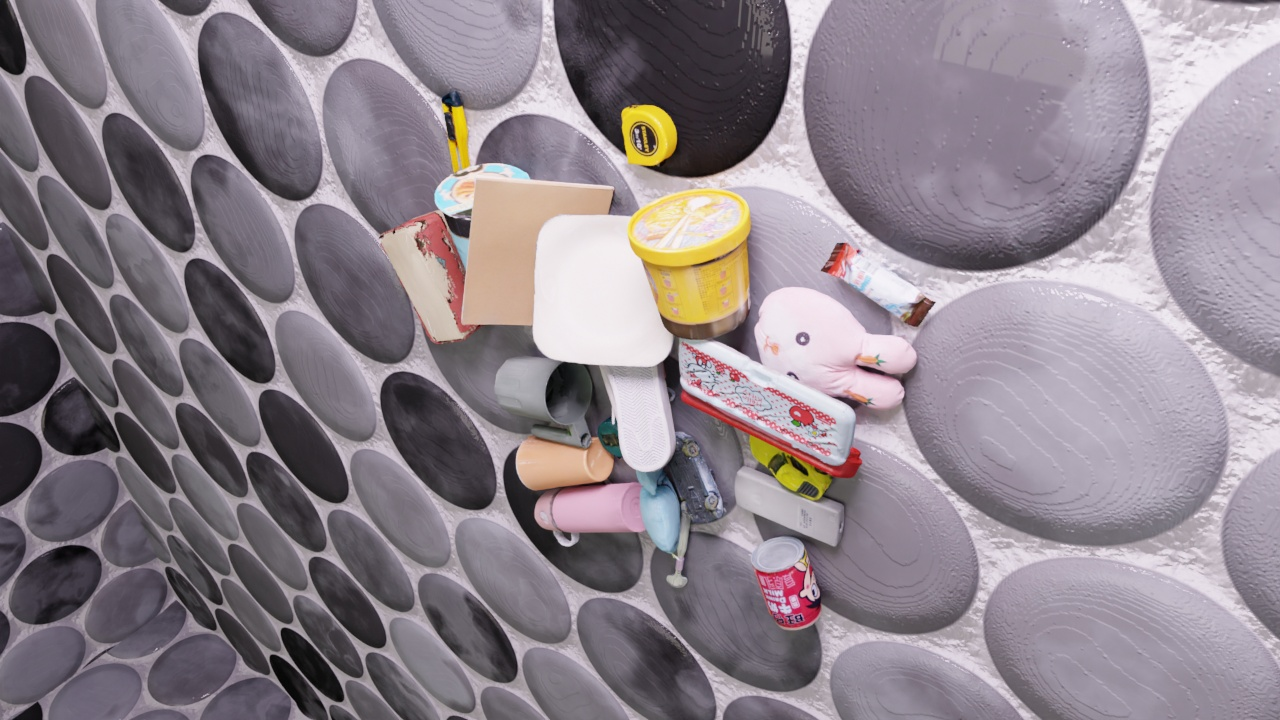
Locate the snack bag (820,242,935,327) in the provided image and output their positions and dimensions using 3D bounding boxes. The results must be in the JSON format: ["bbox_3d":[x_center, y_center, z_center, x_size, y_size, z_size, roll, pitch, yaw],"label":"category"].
[{"bbox_3d":[0.217,-0.069,0.840,0.104,0.026,0.048,39,150,14],"label":"snack bag"}]

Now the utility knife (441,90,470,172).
[{"bbox_3d":[-0.219,-0.250,1.109,0.033,0.015,0.154,23,133,32],"label":"utility knife"}]

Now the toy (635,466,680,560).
[{"bbox_3d":[0.022,0.176,1.155,0.161,0.050,0.156,64,-166,-77],"label":"toy"}]

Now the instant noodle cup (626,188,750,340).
[{"bbox_3d":[0.056,-0.092,0.907,0.119,0.118,0.114,15,136,35],"label":"instant noodle cup"}]

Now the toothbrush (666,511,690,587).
[{"bbox_3d":[0.056,0.237,1.222,0.029,0.020,0.190,7,128,2],"label":"toothbrush"}]

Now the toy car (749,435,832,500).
[{"bbox_3d":[0.163,0.115,1.023,0.105,0.032,0.048,40,139,15],"label":"toy car"}]

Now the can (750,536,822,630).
[{"bbox_3d":[0.176,0.267,1.097,0.067,0.066,0.094,0,118,43],"label":"can"}]

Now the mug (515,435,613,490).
[{"bbox_3d":[-0.100,0.137,1.250,0.123,0.078,0.078,-7,114,40],"label":"mug"}]

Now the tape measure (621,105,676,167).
[{"bbox_3d":[0.010,-0.224,0.910,0.057,0.028,0.060,14,127,37],"label":"tape measure"}]

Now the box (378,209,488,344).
[{"bbox_3d":[-0.275,-0.106,1.222,0.091,0.077,0.168,-6,116,45],"label":"box"}]

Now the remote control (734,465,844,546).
[{"bbox_3d":[0.171,0.167,1.063,0.135,0.019,0.056,19,131,32],"label":"remote control"}]

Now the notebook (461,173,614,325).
[{"bbox_3d":[-0.122,-0.116,1.048,0.212,0.149,0.012,107,160,-44],"label":"notebook"}]

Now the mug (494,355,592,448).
[{"bbox_3d":[-0.122,0.054,1.197,0.104,0.083,0.124,7,122,42],"label":"mug"}]

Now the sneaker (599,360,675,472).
[{"bbox_3d":[-0.006,0.006,1.071,0.090,0.090,0.242,-15,91,13],"label":"sneaker"}]

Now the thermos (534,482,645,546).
[{"bbox_3d":[-0.066,0.216,1.277,0.199,0.067,0.087,-13,95,45],"label":"thermos"}]

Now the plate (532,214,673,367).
[{"bbox_3d":[-0.036,-0.076,1.007,0.164,0.034,0.163,5,95,13],"label":"plate"}]

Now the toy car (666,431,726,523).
[{"bbox_3d":[0.065,0.144,1.132,0.054,0.036,0.120,-22,93,50],"label":"toy car"}]

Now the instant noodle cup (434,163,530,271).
[{"bbox_3d":[-0.175,-0.153,1.085,0.111,0.111,0.121,25,142,27],"label":"instant noodle cup"}]

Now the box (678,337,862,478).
[{"bbox_3d":[0.129,0.052,0.944,0.201,0.065,0.160,26,163,27],"label":"box"}]

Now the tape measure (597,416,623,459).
[{"bbox_3d":[-0.031,0.101,1.193,0.055,0.025,0.058,-15,108,46],"label":"tape measure"}]

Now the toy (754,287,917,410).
[{"bbox_3d":[0.186,-0.009,0.897,0.159,0.054,0.121,21,134,20],"label":"toy"}]
